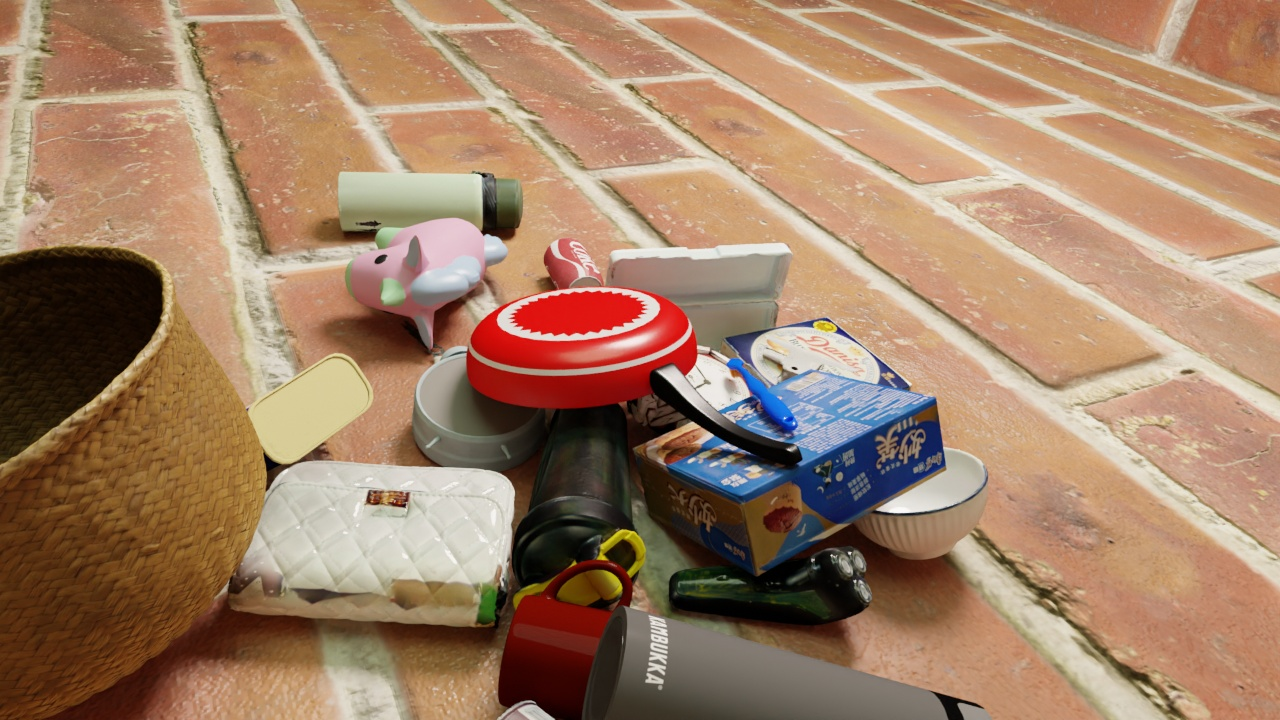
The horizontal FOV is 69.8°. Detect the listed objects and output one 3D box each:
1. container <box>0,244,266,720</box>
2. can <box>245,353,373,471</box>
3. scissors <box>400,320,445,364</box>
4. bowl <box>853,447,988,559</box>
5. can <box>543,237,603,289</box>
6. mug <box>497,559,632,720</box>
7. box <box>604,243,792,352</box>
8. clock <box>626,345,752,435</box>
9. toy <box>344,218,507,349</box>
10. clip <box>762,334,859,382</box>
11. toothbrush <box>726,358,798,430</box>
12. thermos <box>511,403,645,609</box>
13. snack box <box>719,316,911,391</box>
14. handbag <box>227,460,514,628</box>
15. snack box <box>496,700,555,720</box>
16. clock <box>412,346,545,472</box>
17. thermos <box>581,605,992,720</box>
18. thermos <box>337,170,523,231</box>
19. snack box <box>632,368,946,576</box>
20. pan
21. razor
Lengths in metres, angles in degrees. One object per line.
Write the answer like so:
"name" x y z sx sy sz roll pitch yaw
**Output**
"container" -0.400 0.079 0.587 0.307 0.197 0.306 -10 38 8
"can" -0.300 0.051 0.778 0.092 0.056 0.116 -22 14 38
"scissors" -0.198 -0.006 0.961 0.121 0.013 0.171 -3 32 -14
"bowl" 0.231 0.125 0.766 0.118 0.062 0.118 -13 18 4
"can" -0.079 -0.103 1.087 0.054 0.054 0.096 -7 35 -18
"mug" -0.042 0.185 0.615 0.082 0.105 0.073 10 -8 6
"box" 0.057 -0.060 0.968 0.197 0.135 0.040 -4 38 -15
"clock" 0.035 0.036 0.880 0.154 0.065 0.114 19 33 -7
"toy" -0.223 -0.104 1.020 0.171 0.120 0.221 19 30 41
"clip" 0.159 0.002 0.900 0.102 0.050 0.058 22 26 23
"toothbrush" 0.105 0.029 0.800 0.016 0.018 0.182 -22 19 -3
"thermos" -0.046 0.109 0.738 0.098 0.098 0.220 5 29 -2
"snack box" 0.178 0.016 0.956 0.144 0.043 0.144 -13 38 -25
"handbag" -0.193 0.135 0.691 0.195 0.073 0.138 3 34 -3
"snack box" -0.037 0.260 0.528 0.121 0.072 0.072 25 38 28
"clock" -0.148 0.037 0.858 0.122 0.045 0.159 7 40 -4
"thermos" 0.092 0.218 0.547 0.240 0.082 0.082 18 32 -9
"thermos" -0.269 -0.208 1.192 0.231 0.082 0.082 -1 34 -10
"snack box" 0.122 0.082 0.760 0.202 0.069 0.155 -22 19 -26
"pan" -0.005 0.004 0.779 0.208 0.067 0.357 -21 27 -36
"razor" 0.097 0.168 0.696 0.151 0.067 0.053 -1 46 3
